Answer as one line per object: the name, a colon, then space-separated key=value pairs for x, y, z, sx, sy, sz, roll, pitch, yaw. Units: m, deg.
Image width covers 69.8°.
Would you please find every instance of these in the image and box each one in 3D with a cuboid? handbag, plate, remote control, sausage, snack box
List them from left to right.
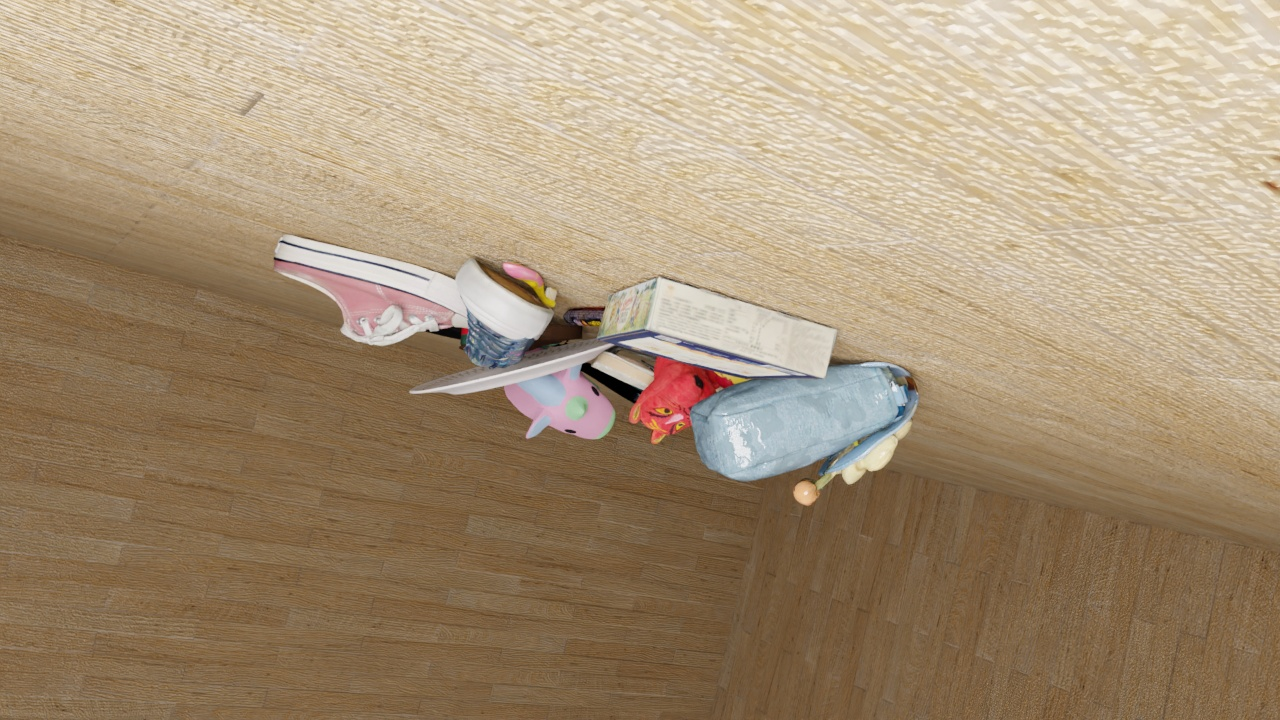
plate: x=-0.127 y=0.008 z=0.990 sx=0.242 sy=0.016 sz=0.242 roll=-14 pitch=-175 yaw=1
handbag: x=-0.138 y=-0.032 z=1.079 sx=0.138 sy=0.063 sz=0.166 roll=5 pitch=176 yaw=1
sausage: x=-0.040 y=-0.042 z=0.885 sx=0.020 sy=0.020 sz=0.155 roll=17 pitch=174 yaw=-29
remote control: x=-0.054 y=0.021 z=1.236 sx=0.152 sy=0.020 sz=0.041 roll=28 pitch=-177 yaw=27
snack box: x=0.054 y=-0.021 z=0.717 sx=0.144 sy=0.042 sz=0.145 roll=15 pitch=175 yaw=-16
handbag: x=0.146 y=0.065 z=0.809 sx=0.191 sy=0.118 sz=0.122 roll=-15 pitch=-179 yaw=-13

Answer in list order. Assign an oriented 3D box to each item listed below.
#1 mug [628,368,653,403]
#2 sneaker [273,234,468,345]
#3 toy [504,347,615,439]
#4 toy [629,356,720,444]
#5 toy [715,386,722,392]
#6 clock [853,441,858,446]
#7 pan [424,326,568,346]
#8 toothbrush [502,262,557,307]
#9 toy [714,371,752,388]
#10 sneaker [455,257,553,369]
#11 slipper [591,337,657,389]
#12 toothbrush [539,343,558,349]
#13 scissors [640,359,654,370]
mug: x=0.024 y=0.051 z=1.474 sx=0.078 sy=0.078 sz=0.121 roll=10 pitch=169 yaw=38
sneaker: x=-0.264 y=-0.057 z=0.950 sx=0.241 sy=0.088 sz=0.118 roll=16 pitch=175 yaw=-8
toy: x=-0.123 y=0.033 z=1.175 sx=0.222 sy=0.120 sz=0.171 roll=30 pitch=177 yaw=31
toy: x=0.030 y=0.025 z=0.983 sx=0.088 sy=0.094 sz=0.132 roll=44 pitch=-159 yaw=-22
toy: x=0.113 y=0.044 z=1.279 sx=0.092 sy=0.043 sz=0.118 roll=21 pitch=173 yaw=4
clock: x=0.231 y=0.068 z=1.076 sx=0.119 sy=0.057 sz=0.083 roll=4 pitch=-178 yaw=17
pan: x=-0.236 y=-0.050 z=1.223 sx=0.355 sy=0.044 sz=0.204 roll=20 pitch=172 yaw=-42
toothbrush: x=-0.092 y=-0.067 z=0.787 sx=0.021 sy=0.016 sz=0.135 roll=15 pitch=173 yaw=12
toy: x=0.121 y=0.023 z=0.944 sx=0.137 sy=0.067 sz=0.106 roll=29 pitch=174 yaw=-39
sneaker: x=-0.131 y=-0.031 z=0.814 sx=0.087 sy=0.079 sz=0.235 roll=32 pitch=177 yaw=-3
slipper: x=-0.007 y=0.007 z=1.130 sx=0.114 sy=0.054 sz=0.272 roll=19 pitch=180 yaw=4
toothbrush: x=-0.128 y=-0.021 z=1.243 sx=0.022 sy=0.017 sz=0.135 roll=-12 pitch=174 yaw=-25
scissors: x=0.048 y=0.028 z=1.282 sx=0.141 sy=0.014 sz=0.175 roll=39 pitch=168 yaw=18
